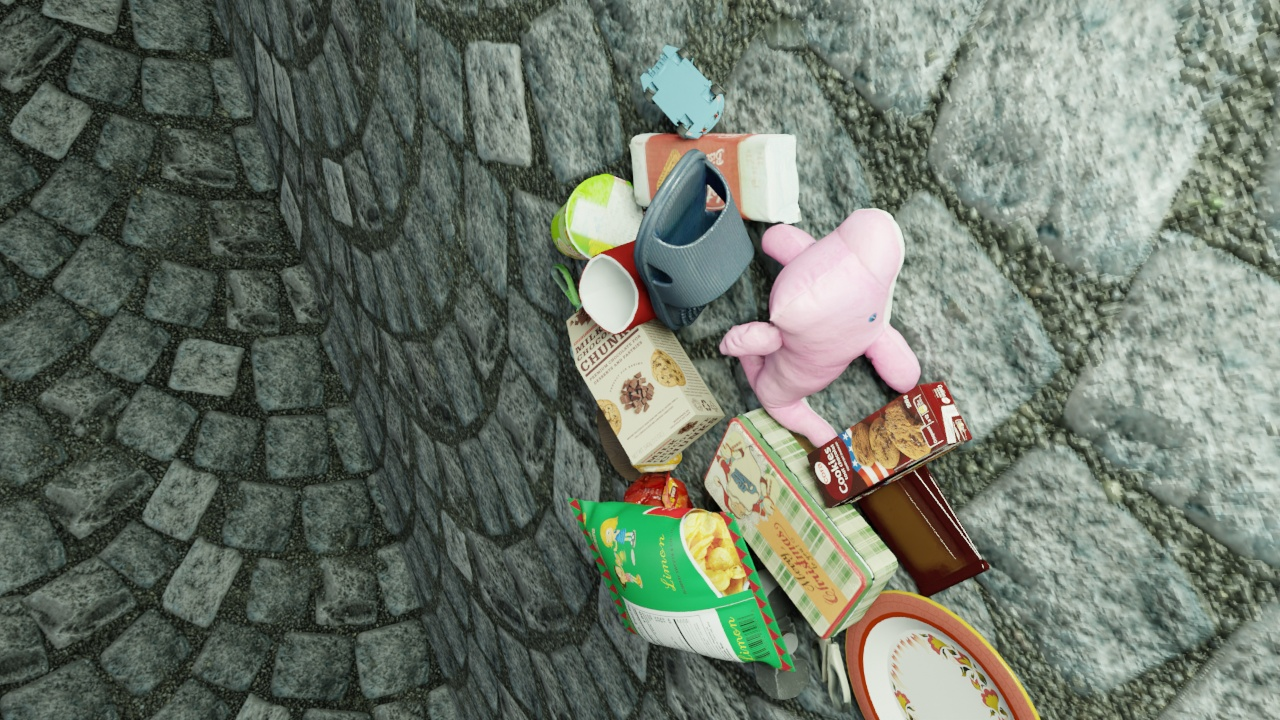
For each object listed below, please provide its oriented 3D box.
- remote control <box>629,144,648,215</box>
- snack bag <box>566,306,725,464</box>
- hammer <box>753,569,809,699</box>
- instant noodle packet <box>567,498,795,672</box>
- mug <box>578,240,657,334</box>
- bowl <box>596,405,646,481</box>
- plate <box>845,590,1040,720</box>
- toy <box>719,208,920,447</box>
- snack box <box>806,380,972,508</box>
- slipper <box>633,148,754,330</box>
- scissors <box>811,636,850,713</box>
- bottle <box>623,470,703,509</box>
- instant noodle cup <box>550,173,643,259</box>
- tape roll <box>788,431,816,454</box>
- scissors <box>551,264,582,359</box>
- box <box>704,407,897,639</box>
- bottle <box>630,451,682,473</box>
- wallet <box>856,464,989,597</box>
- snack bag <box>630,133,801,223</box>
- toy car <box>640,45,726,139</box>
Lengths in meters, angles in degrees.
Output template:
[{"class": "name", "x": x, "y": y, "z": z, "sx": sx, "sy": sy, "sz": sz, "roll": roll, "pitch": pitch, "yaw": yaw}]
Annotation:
[{"class": "remote control", "x": 0.011, "y": -0.178, "z": 1.009, "sx": 0.028, "sy": 0.011, "sz": 0.124, "roll": 10, "pitch": 115, "yaw": 58}, {"class": "snack bag", "x": -0.006, "y": 0.006, "z": 1.045, "sx": 0.095, "sy": 0.069, "sz": 0.206, "roll": -41, "pitch": 66, "yaw": 23}, {"class": "hammer", "x": 0.084, "y": 0.285, "z": 1.132, "sx": 0.323, "sy": 0.043, "sz": 0.156, "roll": 16, "pitch": 120, "yaw": 60}, {"class": "instant noodle packet", "x": 0.037, "y": 0.241, "z": 1.009, "sx": 0.253, "sy": 0.090, "sz": 0.195, "roll": -4, "pitch": 114, "yaw": 46}, {"class": "mug", "x": 0.004, "y": -0.094, "z": 0.968, "sx": 0.080, "sy": 0.096, "sz": 0.117, "roll": 46, "pitch": 133, "yaw": 18}, {"class": "bowl", "x": -0.014, "y": 0.098, "z": 1.197, "sx": 0.118, "sy": 0.030, "sz": 0.118, "roll": 38, "pitch": 137, "yaw": 46}, {"class": "plate", "x": 0.274, "y": 0.313, "z": 0.826, "sx": 0.230, "sy": 0.021, "sz": 0.230, "roll": 38, "pitch": 137, "yaw": 46}, {"class": "toy", "x": 0.131, "y": -0.023, "z": 0.773, "sx": 0.186, "sy": 0.127, "sz": 0.266, "roll": 54, "pitch": 153, "yaw": 22}, {"class": "snack box", "x": 0.203, "y": 0.073, "z": 0.764, "sx": 0.141, "sy": 0.031, "sz": 0.051, "roll": -44, "pitch": 59, "yaw": 47}, {"class": "slipper", "x": 0.056, "y": -0.087, "z": 0.851, "sx": 0.082, "sy": 0.101, "sz": 0.264, "roll": 35, "pitch": 164, "yaw": 17}, {"class": "scissors", "x": 0.197, "y": 0.289, "z": 0.925, "sx": 0.170, "sy": 0.012, "sz": 0.132, "roll": 98, "pitch": 156, "yaw": -58}, {"class": "bottle", "x": 0.024, "y": 0.188, "z": 1.121, "sx": 0.111, "sy": 0.099, "sz": 0.099, "roll": -71, "pitch": -22, "yaw": -64}, {"class": "instant noodle cup", "x": -0.055, "y": -0.156, "z": 1.063, "sx": 0.108, "sy": 0.098, "sz": 0.099, "roll": 1, "pitch": 107, "yaw": 68}, {"class": "tape roll", "x": 0.151, "y": 0.120, "z": 0.923, "sx": 0.094, "sy": 0.027, "sz": 0.094, "roll": 38, "pitch": 137, "yaw": 46}, {"class": "scissors", "x": -0.078, "y": -0.062, "z": 1.236, "sx": 0.171, "sy": 0.021, "sz": 0.173, "roll": 58, "pitch": 145, "yaw": 29}, {"class": "box", "x": 0.144, "y": 0.151, "z": 0.871, "sx": 0.205, "sy": 0.050, "sz": 0.118, "roll": 52, "pitch": 147, "yaw": 30}, {"class": "bottle", "x": 0.015, "y": 0.080, "z": 1.104, "sx": 0.063, "sy": 0.063, "sz": 0.108, "roll": -16, "pitch": 78, "yaw": 62}, {"class": "wallet", "x": 0.239, "y": 0.143, "z": 0.796, "sx": 0.115, "sy": 0.018, "sz": 0.092, "roll": 60, "pitch": 149, "yaw": 17}, {"class": "snack bag", "x": 0.065, "y": -0.179, "z": 0.886, "sx": 0.225, "sy": 0.041, "sz": 0.077, "roll": 22, "pitch": 124, "yaw": 56}, {"class": "toy car", "x": 0.046, "y": -0.252, "z": 0.877, "sx": 0.060, "sy": 0.027, "sz": 0.107, "roll": -47, "pitch": 57, "yaw": 20}]
